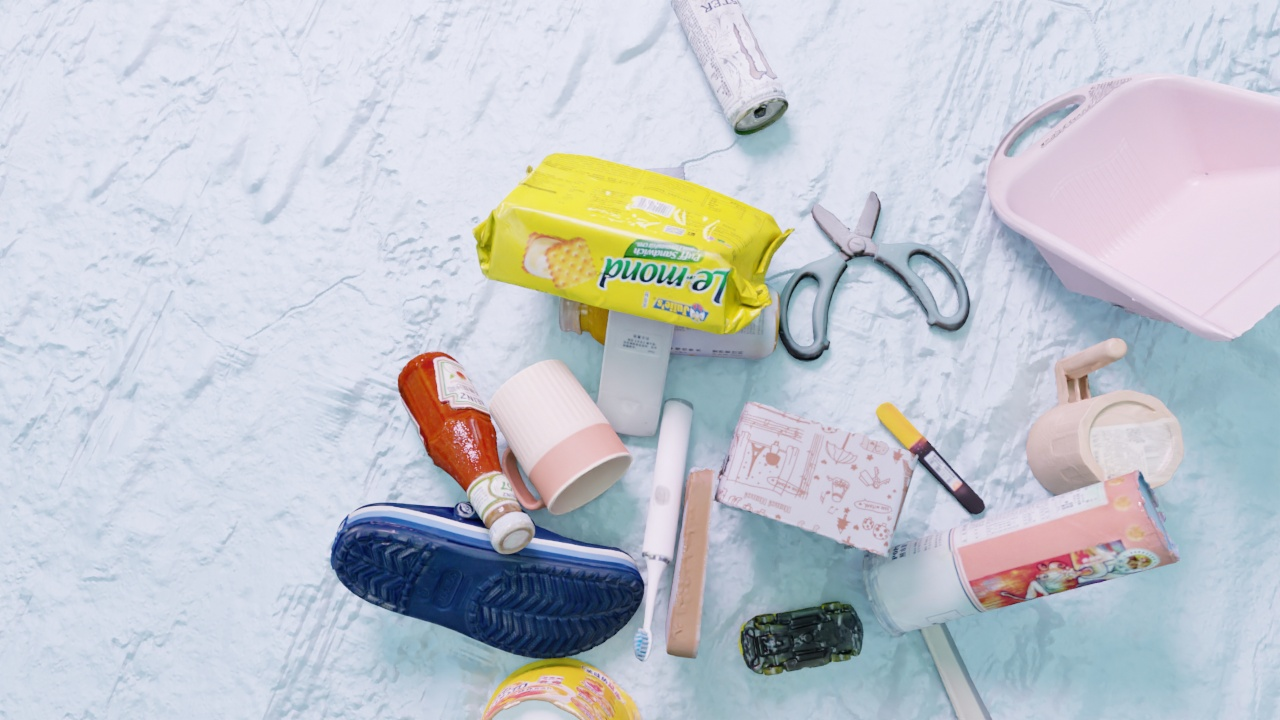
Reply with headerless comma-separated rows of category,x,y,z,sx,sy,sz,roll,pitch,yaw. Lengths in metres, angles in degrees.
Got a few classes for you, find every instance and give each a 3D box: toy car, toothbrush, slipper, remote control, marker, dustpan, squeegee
toy car,0.133,0.230,0.763,0.105,0.032,0.048,-7,79,-9
toothbrush,0.017,0.136,0.760,0.027,0.026,0.220,-7,59,31
slipper,-0.125,0.171,0.764,0.252,0.095,0.105,14,118,-12
remote control,-0.005,0.005,0.778,0.056,0.019,0.135,10,122,4
marker,0.249,0.084,0.791,0.018,0.015,0.124,-42,82,-3
dustpan,0.415,-0.146,0.727,0.222,0.273,0.139,-39,104,-7
squeegee,0.183,0.354,0.733,0.246,0.039,0.246,-24,79,0

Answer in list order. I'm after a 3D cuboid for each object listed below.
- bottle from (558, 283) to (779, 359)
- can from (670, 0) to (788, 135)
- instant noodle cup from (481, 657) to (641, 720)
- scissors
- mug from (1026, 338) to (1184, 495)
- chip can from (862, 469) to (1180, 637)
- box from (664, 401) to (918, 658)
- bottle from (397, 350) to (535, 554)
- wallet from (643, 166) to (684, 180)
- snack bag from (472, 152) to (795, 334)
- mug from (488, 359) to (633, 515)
bottle,0.024,-0.039,0.800,0.189,0.068,0.068,3,80,4
can,0.081,-0.285,0.846,0.058,0.058,0.146,-23,79,-1
instant noodle cup,-0.073,0.311,0.723,0.138,0.110,0.138,-1,78,3
scissors,0.195,-0.059,0.818,0.170,0.019,0.178,43,86,9
mug,0.371,0.050,0.742,0.084,0.103,0.124,-2,80,3
chip can,0.282,0.149,0.697,0.215,0.071,0.071,-27,77,30
box,0.098,0.144,0.705,0.157,0.183,0.193,16,83,7
bottle,-0.142,0.073,0.754,0.060,0.060,0.206,-36,51,-3
wallet,-0.005,-0.118,0.844,0.097,0.019,0.120,-3,81,6
snack bag,-0.004,-0.103,0.754,0.246,0.157,0.068,15,125,8
mug,-0.078,0.073,0.783,0.115,0.081,0.106,-48,66,31
